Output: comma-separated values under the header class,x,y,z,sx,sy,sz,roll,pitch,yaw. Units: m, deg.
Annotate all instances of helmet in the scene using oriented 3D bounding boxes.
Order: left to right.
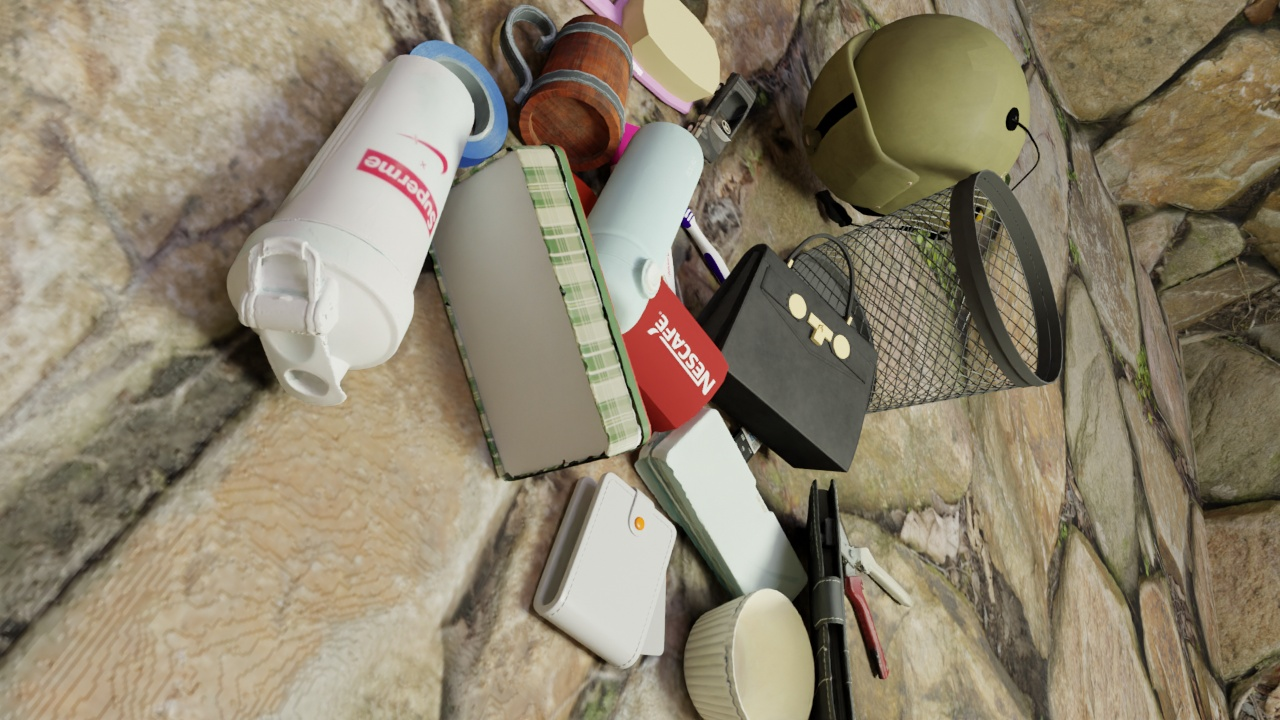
class,x,y,z,sx,sy,sz,roll,pitch,yaw
helmet,0.295,-0.263,1.022,0.232,0.256,0.250,5,68,-55

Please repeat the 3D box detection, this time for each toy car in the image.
class,x,y,z,sx,sy,sz,roll,pitch,yaw
toy car,0.083,-0.244,0.924,0.040,0.037,0.092,39,81,-37

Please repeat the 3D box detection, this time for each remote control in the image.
class,x,y,z,sx,sy,sz,roll,pitch,yaw
remote control,0.090,0.082,0.841,0.123,0.012,0.028,-41,108,-50

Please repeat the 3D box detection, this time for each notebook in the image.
class,x,y,z,sx,sy,sz,roll,pitch,yaw
notebook,0.161,0.224,0.795,0.170,0.029,0.208,76,12,-63

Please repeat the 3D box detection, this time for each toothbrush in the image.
class,x,y,z,sx,sy,sz,roll,pitch,yaw
toothbrush,0.041,-0.137,0.868,0.187,0.016,0.015,53,47,-23

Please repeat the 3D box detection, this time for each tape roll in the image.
class,x,y,z,sx,sy,sz,roll,pitch,yaw
tape roll,-0.137,-0.185,0.664,0.093,0.016,0.091,29,54,-42

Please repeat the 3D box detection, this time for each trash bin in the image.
class,x,y,z,sx,sy,sz,roll,pitch,yaw
trash bin,0.284,-0.054,0.961,0.217,0.228,0.217,24,58,-44

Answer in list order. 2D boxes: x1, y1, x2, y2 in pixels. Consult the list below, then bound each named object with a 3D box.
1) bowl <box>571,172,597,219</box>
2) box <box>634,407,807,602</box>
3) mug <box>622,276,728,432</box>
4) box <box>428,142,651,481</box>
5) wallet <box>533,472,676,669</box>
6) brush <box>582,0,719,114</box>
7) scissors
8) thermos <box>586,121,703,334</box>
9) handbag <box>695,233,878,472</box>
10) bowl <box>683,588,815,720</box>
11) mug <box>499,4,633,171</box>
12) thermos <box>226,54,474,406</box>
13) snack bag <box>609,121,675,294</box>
class,x,y,z,sx,sy,sz,roll,pitch,yaw
bowl,-0.061,-0.102,0.709,0.122,0.035,0.121,24,58,-44
box,0.071,0.133,0.761,0.199,0.067,0.083,59,35,-23
mug,-0.004,0.004,0.708,0.116,0.080,0.096,-49,117,-16
box,-0.070,-0.028,0.602,0.050,0.118,0.205,-18,88,-51
wallet,-0.013,0.155,0.663,0.115,0.038,0.118,45,48,-31
brush,-0.008,-0.323,0.861,0.228,0.043,0.089,29,54,-42
scissors,0.239,0.234,0.963,0.179,0.015,0.198,12,66,-47
thermos,-0.005,-0.101,0.686,0.206,0.078,0.065,-69,144,-45
handbag,0.147,-0.029,0.840,0.175,0.072,0.195,39,68,-26
bowl,0.081,0.242,0.723,0.115,0.063,0.115,24,57,-45
mug,-0.062,-0.227,0.735,0.117,0.082,0.110,27,50,-20
thermos,-0.162,-0.088,0.534,0.099,0.100,0.219,42,42,-33
snack bag,0.003,-0.111,0.797,0.070,0.016,0.196,3,79,-48
